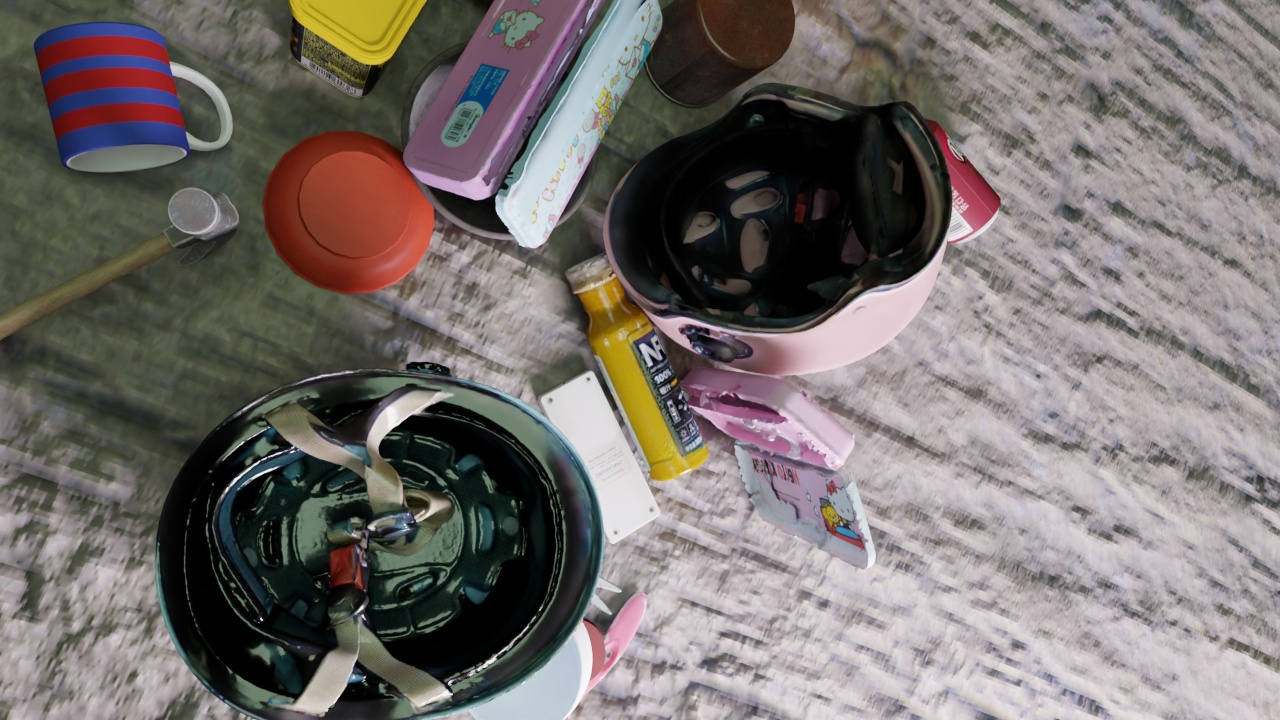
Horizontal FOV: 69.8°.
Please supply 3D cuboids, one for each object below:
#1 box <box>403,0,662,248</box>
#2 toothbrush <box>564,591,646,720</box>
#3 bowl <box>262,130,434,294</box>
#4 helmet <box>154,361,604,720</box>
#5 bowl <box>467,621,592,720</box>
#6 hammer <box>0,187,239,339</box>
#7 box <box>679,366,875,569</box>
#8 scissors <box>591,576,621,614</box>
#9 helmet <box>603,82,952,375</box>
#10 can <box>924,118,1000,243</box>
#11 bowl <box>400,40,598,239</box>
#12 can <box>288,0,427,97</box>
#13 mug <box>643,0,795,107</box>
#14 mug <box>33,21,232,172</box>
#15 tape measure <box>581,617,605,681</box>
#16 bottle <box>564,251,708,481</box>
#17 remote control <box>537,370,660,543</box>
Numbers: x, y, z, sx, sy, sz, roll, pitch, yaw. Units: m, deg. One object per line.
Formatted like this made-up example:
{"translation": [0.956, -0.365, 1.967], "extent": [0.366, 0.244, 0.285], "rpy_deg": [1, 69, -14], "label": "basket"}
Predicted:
{"translation": [-0.067, -0.193, 0.656], "extent": [0.214, 0.090, 0.092], "rpy_deg": [-63, 153, -12], "label": "box"}
{"translation": [-0.033, 0.247, 0.743], "extent": [0.021, 0.016, 0.134], "rpy_deg": [37, 76, -12], "label": "toothbrush"}
{"translation": [-0.209, -0.111, 0.668], "extent": [0.121, 0.035, 0.122], "rpy_deg": [1, 89, -22], "label": "bowl"}
{"translation": [-0.162, 0.114, 0.608], "extent": [0.265, 0.167, 0.225], "rpy_deg": [2, 87, -14], "label": "helmet"}
{"translation": [-0.085, 0.223, 0.689], "extent": [0.105, 0.054, 0.105], "rpy_deg": [-1, 84, 13], "label": "bowl"}
{"translation": [-0.399, -0.014, 0.561], "extent": [0.330, 0.119, 0.031], "rpy_deg": [-32, 101, -10], "label": "hammer"}
{"translation": [0.107, 0.069, 0.703], "extent": [0.058, 0.201, 0.155], "rpy_deg": [-38, 102, -11], "label": "box"}
{"translation": [-0.083, 0.150, 0.723], "extent": [0.150, 0.019, 0.120], "rpy_deg": [-1, 86, -24], "label": "scissors"}
{"translation": [0.106, -0.088, 0.711], "extent": [0.256, 0.152, 0.229], "rpy_deg": [-1, 60, 17], "label": "helmet"}
{"translation": [0.278, -0.166, 0.853], "extent": [0.114, 0.063, 0.063], "rpy_deg": [43, 74, -16], "label": "can"}
{"translation": [-0.111, -0.159, 0.692], "extent": [0.144, 0.067, 0.145], "rpy_deg": [1, 89, -22], "label": "bowl"}
{"translation": [-0.188, -0.262, 0.644], "extent": [0.072, 0.101, 0.130], "rpy_deg": [31, 78, -19], "label": "can"}
{"translation": [0.076, -0.270, 0.751], "extent": [0.122, 0.110, 0.096], "rpy_deg": [-28, 104, -20], "label": "mug"}
{"translation": [-0.329, -0.171, 0.607], "extent": [0.111, 0.075, 0.076], "rpy_deg": [-15, 95, -48], "label": "mug"}
{"translation": [-0.054, 0.225, 0.724], "extent": [0.051, 0.019, 0.059], "rpy_deg": [-9, 85, -6], "label": "tape measure"}
{"translation": [-0.004, 0.004, 0.740], "extent": [0.053, 0.053, 0.186], "rpy_deg": [-28, 99, -21], "label": "bottle"}
{"translation": [-0.033, 0.079, 0.749], "extent": [0.050, 0.011, 0.136], "rpy_deg": [-29, 100, -21], "label": "remote control"}
